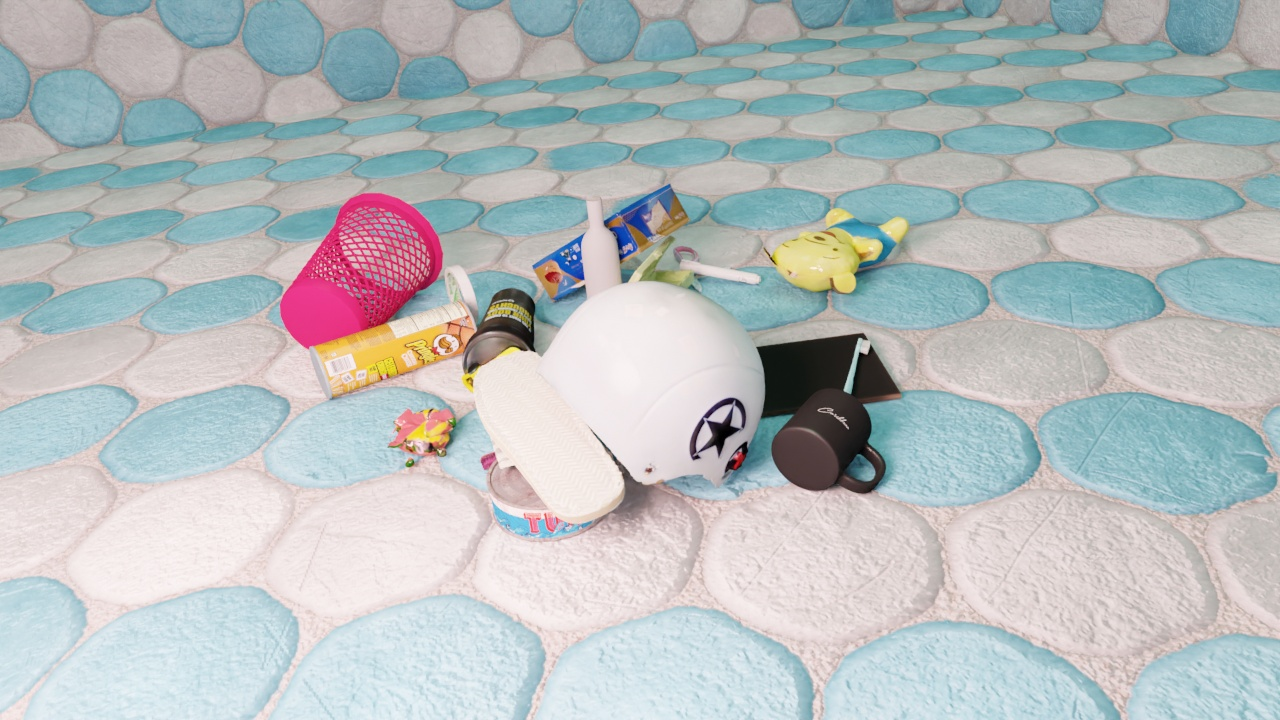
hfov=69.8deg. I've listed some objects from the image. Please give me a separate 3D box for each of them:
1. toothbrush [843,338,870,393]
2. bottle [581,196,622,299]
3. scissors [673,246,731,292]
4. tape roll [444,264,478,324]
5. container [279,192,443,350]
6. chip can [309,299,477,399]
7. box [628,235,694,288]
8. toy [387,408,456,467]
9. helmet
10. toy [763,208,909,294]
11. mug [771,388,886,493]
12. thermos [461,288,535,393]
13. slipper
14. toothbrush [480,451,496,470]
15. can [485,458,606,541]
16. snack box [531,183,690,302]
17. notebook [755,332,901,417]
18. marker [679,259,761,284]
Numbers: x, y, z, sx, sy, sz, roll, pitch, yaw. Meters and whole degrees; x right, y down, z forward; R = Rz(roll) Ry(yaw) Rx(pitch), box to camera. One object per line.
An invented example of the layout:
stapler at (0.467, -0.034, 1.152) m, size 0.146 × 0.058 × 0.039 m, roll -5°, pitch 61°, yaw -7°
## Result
toothbrush at (0.259, 0.024, 1.121) m, size 0.016 × 0.016 × 0.180 m, roll 16°, pitch 38°, yaw 14°
bottle at (-0.056, -0.137, 1.308) m, size 0.052 × 0.195 × 0.052 m, roll -4°, pitch 29°, yaw 2°
scissors at (0.061, -0.145, 1.494) m, size 0.172 × 0.013 × 0.170 m, roll -9°, pitch 33°, yaw -10°
tape roll at (-0.270, -0.097, 1.381) m, size 0.018 × 0.094 × 0.094 m, roll -20°, pitch 32°, yaw -23°
container at (-0.430, -0.119, 1.390) m, size 0.183 × 0.183 × 0.225 m, roll 3°, pitch 37°, yaw 15°
chip can at (-0.338, -0.017, 1.269) m, size 0.214 × 0.075 × 0.075 m, roll -21°, pitch 32°, yaw -25°
box at (0.018, -0.113, 1.352) m, size 0.078 × 0.090 × 0.187 m, roll -23°, pitch 15°, yaw 25°
toy at (-0.263, 0.086, 1.106) m, size 0.084 × 0.046 × 0.103 m, roll -26°, pitch 28°, yaw -9°
helmet at (0.036, 0.004, 0.985) m, size 0.263 × 0.164 × 0.236 m, roll 6°, pitch 34°, yaw -50°
toy at (0.298, -0.164, 1.412) m, size 0.149 × 0.084 × 0.213 m, roll 19°, pitch 39°, yaw 39°
mug at (0.208, 0.094, 0.978) m, size 0.113 × 0.078 × 0.087 m, roll 36°, pitch 44°, yaw 15°
thermos at (-0.186, -0.027, 1.250) m, size 0.098 × 0.098 × 0.220 m, roll -6°, pitch 25°, yaw 0°
slipper at (-0.100, 0.080, 0.979) m, size 0.114 × 0.054 × 0.272 m, roll -18°, pitch 40°, yaw -19°
toothbrush at (-0.094, 0.090, 1.067) m, size 0.189 × 0.016 × 0.016 m, roll -19°, pitch 36°, yaw -7°
can at (-0.097, 0.135, 0.981) m, size 0.130 × 0.044 × 0.129 m, roll -5°, pitch 29°, yaw 2°
snack box at (-0.046, -0.181, 1.418) m, size 0.203 × 0.069 × 0.154 m, roll -24°, pitch 11°, yaw 41°
notebook at (0.203, 0.018, 1.160) m, size 0.209 × 0.008 × 0.141 m, roll -8°, pitch 34°, yaw -3°
marker at (0.126, -0.140, 1.450) m, size 0.134 × 0.020 × 0.017 m, roll 13°, pitch 43°, yaw 19°
